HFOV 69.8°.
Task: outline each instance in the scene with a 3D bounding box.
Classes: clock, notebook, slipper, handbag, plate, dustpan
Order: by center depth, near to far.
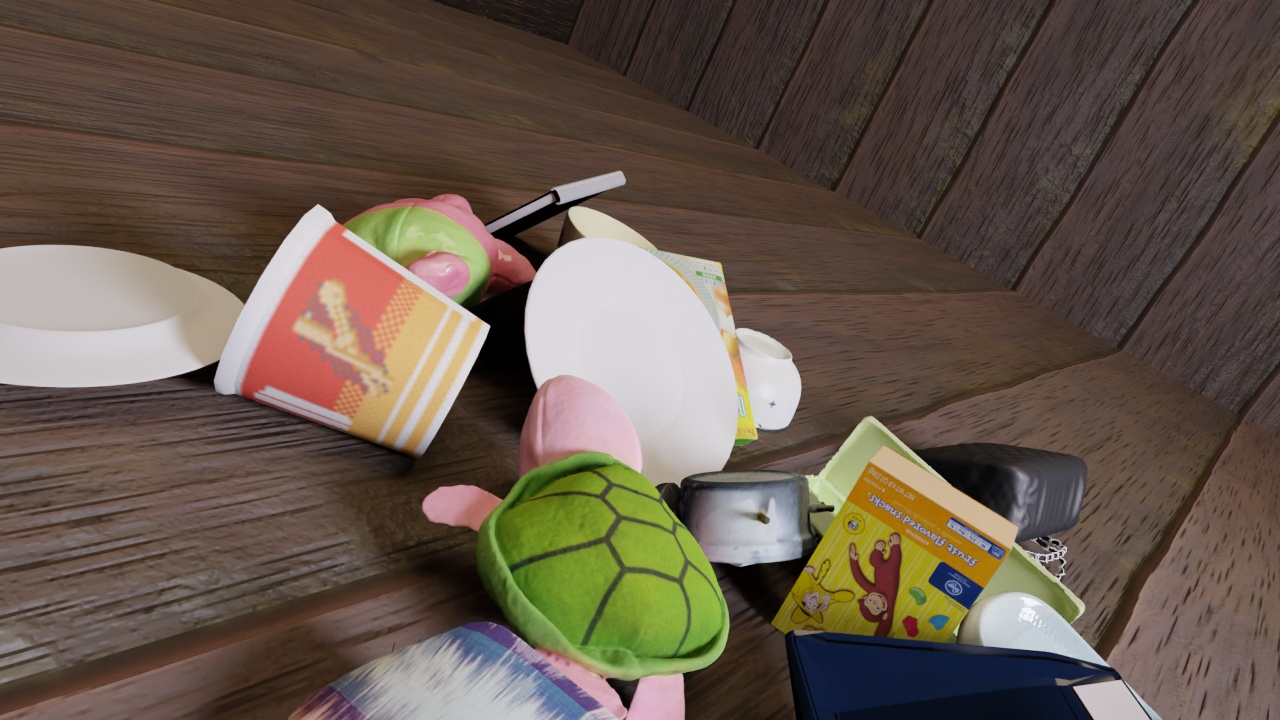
[{"bbox_3d":[-0.090,0.165,0.305,0.145,0.068,0.169,29,27,30],"label":"handbag"},{"bbox_3d":[0.117,0.204,0.373,0.273,0.080,0.236,-12,24,2],"label":"dustpan"},{"bbox_3d":[0.273,0.222,0.484,0.103,0.074,0.245,-20,60,-35],"label":"slipper"},{"bbox_3d":[-0.326,-0.036,0.529,0.188,0.016,0.188,12,23,-5],"label":"plate"},{"bbox_3d":[0.058,0.100,0.600,0.090,0.052,0.130,-2,-2,-38],"label":"clock"},{"bbox_3d":[-0.004,0.004,0.692,0.208,0.015,0.208,22,55,-35],"label":"plate"},{"bbox_3d":[0.310,0.130,0.823,0.153,0.115,0.125,-2,10,-44],"label":"handbag"},{"bbox_3d":[-0.109,-0.147,0.927,0.016,0.149,0.206,65,21,-8],"label":"notebook"}]

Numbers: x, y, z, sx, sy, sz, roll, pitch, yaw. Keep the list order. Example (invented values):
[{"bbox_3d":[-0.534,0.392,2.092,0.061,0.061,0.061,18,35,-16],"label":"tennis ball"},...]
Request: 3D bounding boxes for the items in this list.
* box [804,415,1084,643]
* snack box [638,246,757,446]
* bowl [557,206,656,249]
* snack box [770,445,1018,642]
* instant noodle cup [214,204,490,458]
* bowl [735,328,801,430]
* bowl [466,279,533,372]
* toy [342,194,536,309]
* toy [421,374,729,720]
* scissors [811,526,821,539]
[{"bbox_3d":[0.181,0.134,0.610,0.188,0.092,0.083,43,33,23],"label":"box"},{"bbox_3d":[0.030,-0.013,0.767,0.131,0.027,0.168,6,66,-40],"label":"snack box"},{"bbox_3d":[-0.040,-0.093,0.934,0.118,0.074,0.117,28,23,-13],"label":"bowl"},{"bbox_3d":[0.150,0.130,0.552,0.088,0.126,0.040,33,23,19],"label":"snack box"},{"bbox_3d":[-0.168,-0.009,0.558,0.121,0.124,0.123,28,20,-12],"label":"instant noodle cup"},{"bbox_3d":[0.104,0.011,0.873,0.113,0.063,0.113,21,22,-9],"label":"bowl"},{"bbox_3d":[-0.088,-0.024,0.723,0.123,0.124,0.052,-21,87,-62],"label":"bowl"},{"bbox_3d":[-0.177,-0.087,0.740,0.192,0.097,0.236,6,23,0],"label":"toy"},{"bbox_3d":[-0.021,0.100,0.491,0.190,0.088,0.237,22,28,-22],"label":"toy"},{"bbox_3d":[0.158,0.135,0.702,0.224,0.016,0.225,1,31,-42],"label":"scissors"}]
